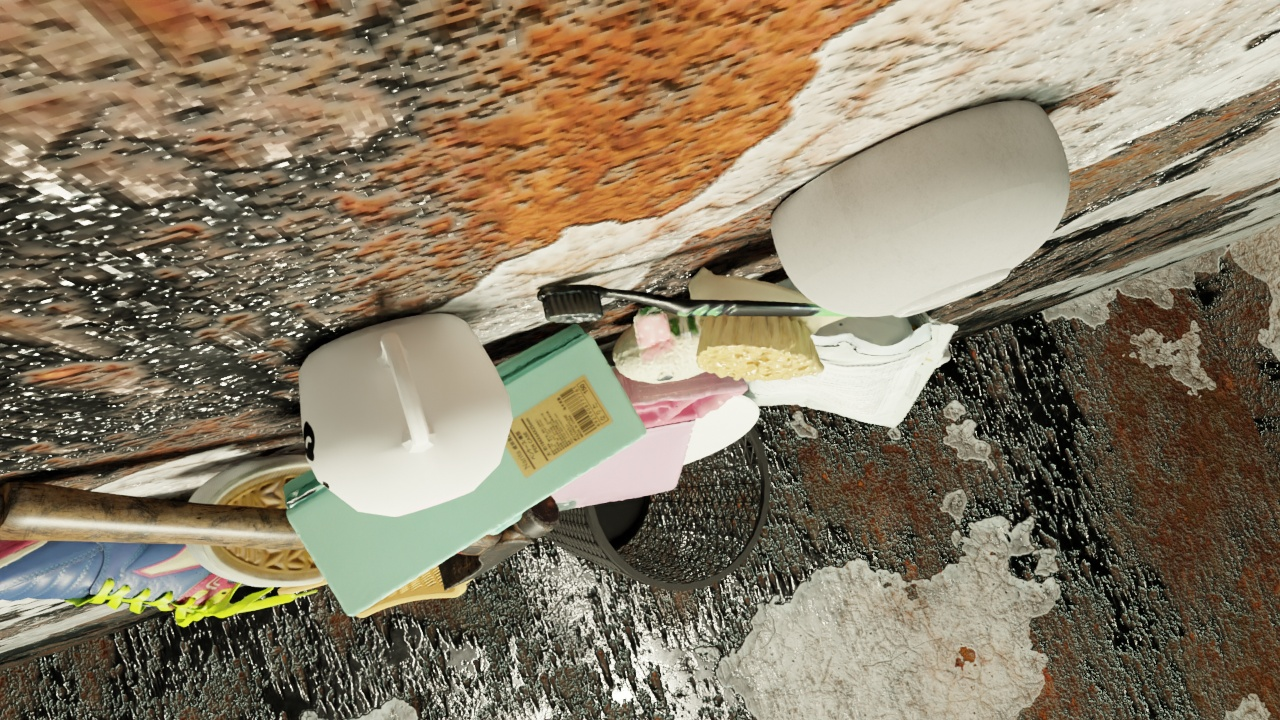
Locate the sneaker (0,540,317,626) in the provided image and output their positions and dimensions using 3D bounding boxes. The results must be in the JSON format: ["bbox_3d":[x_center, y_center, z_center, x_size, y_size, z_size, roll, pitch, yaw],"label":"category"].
[{"bbox_3d":[-0.320,0.139,0.609,0.116,0.091,0.241,-20,172,26],"label":"sneaker"}]

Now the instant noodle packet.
[{"bbox_3d":[0.141,0.004,0.691,0.147,0.057,0.269,12,165,9],"label":"instant noodle packet"}]

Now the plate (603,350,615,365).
[{"bbox_3d":[-0.004,0.004,0.711,0.173,0.019,0.173,-19,173,-3],"label":"plate"}]

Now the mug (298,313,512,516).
[{"bbox_3d":[-0.099,0.024,0.393,0.090,0.076,0.124,-17,172,-17],"label":"mug"}]

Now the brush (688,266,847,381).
[{"bbox_3d":[0.145,-0.053,0.537,0.271,0.077,0.062,-22,-177,-23],"label":"brush"}]

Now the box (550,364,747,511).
[{"bbox_3d":[-0.058,0.055,0.651,0.232,0.055,0.180,-7,149,-24],"label":"box"}]

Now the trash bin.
[{"bbox_3d":[-0.011,0.145,1.052,0.216,0.217,0.244,-15,178,-28],"label":"trash bin"}]

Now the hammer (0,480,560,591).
[{"bbox_3d":[-0.203,0.106,0.554,0.120,0.033,0.329,-37,148,27],"label":"hammer"}]

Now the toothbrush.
[{"bbox_3d":[0.040,-0.024,0.451,0.187,0.017,0.014,1,159,-22],"label":"toothbrush"}]

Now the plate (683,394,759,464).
[{"bbox_3d":[-0.011,0.060,0.804,0.229,0.030,0.230,-11,158,-5],"label":"plate"}]

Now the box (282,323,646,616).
[{"bbox_3d":[-0.090,0.060,0.495,0.188,0.079,0.077,-29,134,-11],"label":"box"}]

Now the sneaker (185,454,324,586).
[{"bbox_3d":[-0.226,0.103,0.660,0.079,0.087,0.235,6,-176,31],"label":"sneaker"}]

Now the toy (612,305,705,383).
[{"bbox_3d":[0.024,-0.013,0.571,0.087,0.050,0.112,-17,164,-15],"label":"toy"}]

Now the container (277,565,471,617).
[{"bbox_3d":[-0.229,0.161,0.838,0.184,0.129,0.166,-22,-177,41],"label":"container"}]

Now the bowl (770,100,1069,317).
[{"bbox_3d":[0.133,-0.059,0.427,0.132,0.064,0.132,-19,173,-3],"label":"bowl"}]

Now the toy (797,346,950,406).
[{"bbox_3d":[0.205,-0.004,0.893,0.137,0.085,0.209,-20,178,0],"label":"toy"}]
